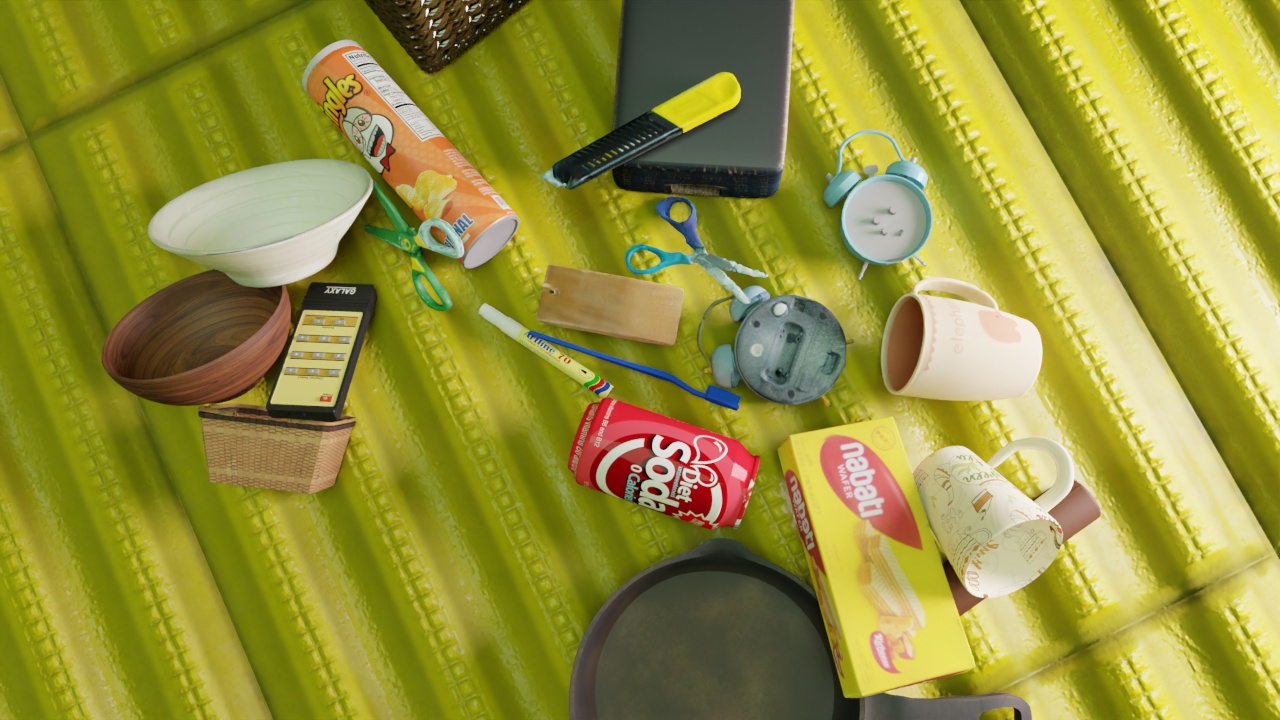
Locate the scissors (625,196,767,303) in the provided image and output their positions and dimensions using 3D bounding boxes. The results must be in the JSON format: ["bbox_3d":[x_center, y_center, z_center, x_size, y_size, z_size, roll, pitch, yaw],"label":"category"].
[{"bbox_3d":[0.055,-0.097,0.765,0.135,0.015,0.086,20,78,27],"label":"scissors"}]

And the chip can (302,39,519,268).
[{"bbox_3d":[-0.195,-0.175,0.779,0.062,0.062,0.210,-42,84,-3],"label":"chip can"}]

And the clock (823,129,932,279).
[{"bbox_3d":[0.200,-0.135,0.769,0.087,0.042,0.123,-11,85,1],"label":"clock"}]

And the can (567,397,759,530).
[{"bbox_3d":[0.018,0.083,0.736,0.142,0.074,0.074,18,85,4],"label":"can"}]

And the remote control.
[{"bbox_3d":[-0.260,-0.010,0.756,0.058,0.013,0.133,2,53,2],"label":"remote control"}]

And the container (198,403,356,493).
[{"bbox_3d":[-0.302,0.072,0.760,0.114,0.063,0.061,6,91,3],"label":"container"}]

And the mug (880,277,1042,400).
[{"bbox_3d":[0.258,-0.019,0.741,0.104,0.085,0.111,8,55,-6],"label":"mug"}]

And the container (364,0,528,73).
[{"bbox_3d":[-0.122,-0.429,0.732,0.321,0.205,0.176,-39,84,-2],"label":"container"}]

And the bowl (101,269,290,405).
[{"bbox_3d":[-0.350,-0.008,0.754,0.147,0.069,0.147,-8,40,7],"label":"bowl"}]

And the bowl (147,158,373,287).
[{"bbox_3d":[-0.302,-0.106,0.757,0.177,0.176,0.058,-6,124,2],"label":"bowl"}]

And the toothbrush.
[{"bbox_3d":[-0.005,0.005,0.771,0.187,0.016,0.011,20,77,1],"label":"toothbrush"}]

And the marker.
[{"bbox_3d":[-0.081,-0.009,0.781,0.132,0.014,0.014,33,86,5],"label":"marker"}]

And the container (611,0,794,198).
[{"bbox_3d":[0.052,-0.239,0.772,0.145,0.071,0.187,4,84,3],"label":"container"}]

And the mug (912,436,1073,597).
[{"bbox_3d":[0.272,0.104,0.700,0.122,0.097,0.081,-44,127,13],"label":"mug"}]

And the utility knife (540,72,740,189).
[{"bbox_3d":[0.000,-0.177,0.721,0.171,0.020,0.029,-27,83,-1],"label":"utility knife"}]

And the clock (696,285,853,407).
[{"bbox_3d":[0.108,-0.011,0.755,0.124,0.051,0.088,20,86,5],"label":"clock"}]

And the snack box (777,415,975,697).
[{"bbox_3d":[0.178,0.148,0.709,0.092,0.042,0.200,-9,69,-10],"label":"snack box"}]

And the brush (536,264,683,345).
[{"bbox_3d":[-0.025,-0.045,0.770,0.117,0.039,0.049,10,83,4],"label":"brush"}]

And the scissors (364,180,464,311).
[{"bbox_3d":[-0.189,-0.102,0.766,0.012,0.120,0.128,-35,93,-43],"label":"scissors"}]

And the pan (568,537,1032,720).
[{"bbox_3d":[0.123,0.269,0.727,0.356,0.043,0.248,3,83,1],"label":"pan"}]

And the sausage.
[{"bbox_3d":[0.297,0.150,0.736,0.155,0.040,0.040,-35,83,-2],"label":"sausage"}]
